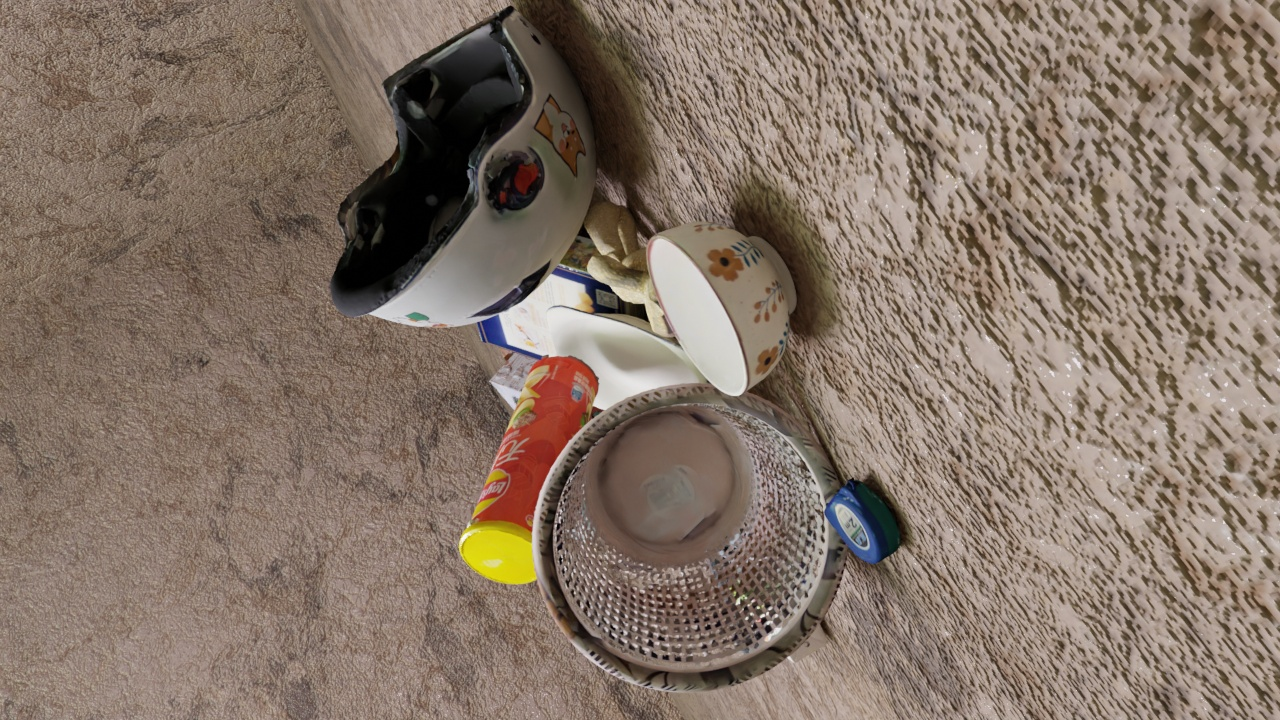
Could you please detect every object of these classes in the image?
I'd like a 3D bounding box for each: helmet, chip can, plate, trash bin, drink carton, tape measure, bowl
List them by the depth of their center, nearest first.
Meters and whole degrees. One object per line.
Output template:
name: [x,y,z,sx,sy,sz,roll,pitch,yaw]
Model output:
bowl: [0.058,-0.041,0.579,0.113,0.062,0.114,56,167,19]
tape measure: [0.151,0.108,0.616,0.054,0.025,0.058,55,164,21]
trash bin: [0.031,0.119,0.741,0.227,0.227,0.192,63,180,-7]
helmet: [-0.127,-0.137,0.751,0.156,0.273,0.231,25,158,-38]
chip can: [-0.090,0.087,0.794,0.216,0.073,0.073,-75,-28,-50]
plate: [-0.005,0.005,0.855,0.164,0.034,0.164,20,150,17]
drink carton: [0.136,0.252,0.922,0.053,0.045,0.122,69,165,-7]

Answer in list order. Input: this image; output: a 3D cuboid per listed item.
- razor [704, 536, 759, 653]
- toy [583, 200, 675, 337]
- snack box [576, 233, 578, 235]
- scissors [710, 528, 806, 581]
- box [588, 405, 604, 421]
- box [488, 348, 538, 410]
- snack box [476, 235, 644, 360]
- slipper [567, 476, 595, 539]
razor: [0.105,0.241,1.025,0.167,0.062,0.067,67,-162,1]
toy: [0.003,-0.077,0.738,0.105,0.066,0.157,28,-160,-45]
snack box: [-0.124,-0.156,0.972,0.240,0.063,0.114,61,169,-30]
scissors: [0.116,0.189,0.921,0.175,0.014,0.135,123,147,-48]
box: [-0.057,0.070,1.111,0.091,0.079,0.168,21,151,55]
box: [-0.123,0.039,1.277,0.179,0.126,0.273,56,178,-35]
snack box: [-0.085,-0.058,0.907,0.182,0.045,0.178,19,149,14]
slipper: [0.002,0.126,0.913,0.245,0.074,0.104,4,-107,-54]
